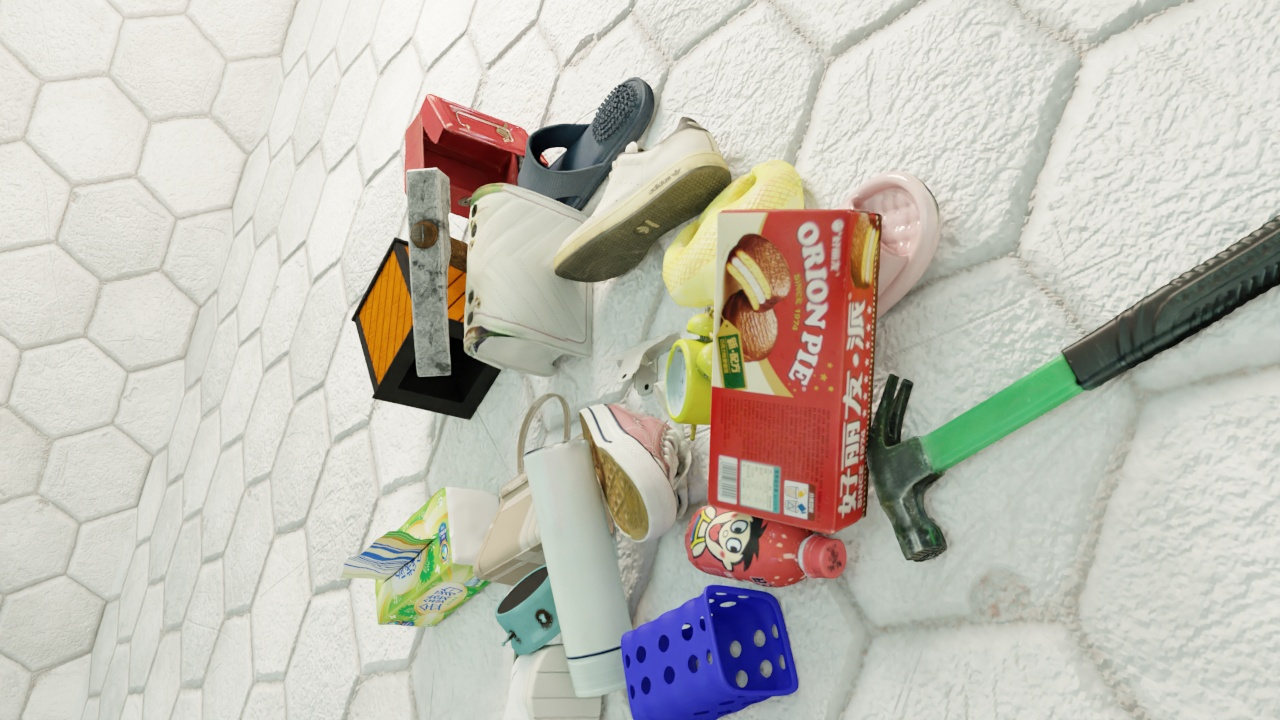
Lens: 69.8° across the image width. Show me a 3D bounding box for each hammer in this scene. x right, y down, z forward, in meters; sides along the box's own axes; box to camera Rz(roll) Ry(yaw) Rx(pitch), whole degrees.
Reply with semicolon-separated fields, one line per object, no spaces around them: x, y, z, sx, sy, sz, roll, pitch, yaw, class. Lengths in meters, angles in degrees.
-0.211;-0.087;1.100;0.300;0.037;0.217;26;-119;-85;hammer
0.278;0.007;0.592;0.320;0.032;0.130;-40;48;35;hammer

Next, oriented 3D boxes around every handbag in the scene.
-0.111;0.127;1.020;0.176;0.062;0.197;-35;46;39;handbag
-0.137;-0.090;1.060;0.096;0.141;0.198;-26;56;46;handbag

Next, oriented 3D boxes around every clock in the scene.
0.060;0.008;0.805;0.083;0.057;0.119;-105;23;-52;clock
-0.096;0.241;0.923;0.090;0.053;0.124;-34;9;19;clock

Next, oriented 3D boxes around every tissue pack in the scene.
-0.273;0.237;1.105;0.198;0.141;0.120;-47;45;30;tissue pack

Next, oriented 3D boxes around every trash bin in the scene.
-0.275;-0.042;1.215;0.140;0.139;0.171;-55;41;22;trash bin

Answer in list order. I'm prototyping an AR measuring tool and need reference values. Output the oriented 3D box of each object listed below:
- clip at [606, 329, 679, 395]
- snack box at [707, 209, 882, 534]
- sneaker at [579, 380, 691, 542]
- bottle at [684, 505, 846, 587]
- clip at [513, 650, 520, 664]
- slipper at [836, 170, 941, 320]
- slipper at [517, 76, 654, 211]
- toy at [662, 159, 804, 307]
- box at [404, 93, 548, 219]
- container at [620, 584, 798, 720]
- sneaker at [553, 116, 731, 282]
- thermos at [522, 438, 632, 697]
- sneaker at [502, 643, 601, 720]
-0.005;0.003;0.947;0.102;0.043;0.054;-23;47;46;clip
0.116;0.003;0.702;0.113;0.060;0.236;7;99;39;snack box
0.005;0.092;0.855;0.241;0.087;0.118;-133;32;-69;sneaker
0.101;0.150;0.734;0.138;0.062;0.062;-4;73;51;bottle
-0.123;0.322;0.985;0.061;0.023;0.075;-32;55;39;clip
0.153;-0.065;0.755;0.222;0.055;0.106;-50;42;32;slipper
-0.091;-0.246;1.110;0.264;0.082;0.101;-39;51;36;slipper
0.087;-0.111;0.853;0.171;0.064;0.154;-37;37;30;toy
-0.231;-0.266;1.235;0.127;0.157;0.137;-56;39;28;box
0.052;0.244;0.742;0.114;0.085;0.084;-39;48;38;container
-0.012;-0.172;0.973;0.242;0.088;0.102;-31;62;36;sneaker
-0.054;0.192;0.859;0.068;0.067;0.230;-24;77;45;thermos
-0.100;0.395;0.880;0.105;0.090;0.236;-25;59;55;sneaker
